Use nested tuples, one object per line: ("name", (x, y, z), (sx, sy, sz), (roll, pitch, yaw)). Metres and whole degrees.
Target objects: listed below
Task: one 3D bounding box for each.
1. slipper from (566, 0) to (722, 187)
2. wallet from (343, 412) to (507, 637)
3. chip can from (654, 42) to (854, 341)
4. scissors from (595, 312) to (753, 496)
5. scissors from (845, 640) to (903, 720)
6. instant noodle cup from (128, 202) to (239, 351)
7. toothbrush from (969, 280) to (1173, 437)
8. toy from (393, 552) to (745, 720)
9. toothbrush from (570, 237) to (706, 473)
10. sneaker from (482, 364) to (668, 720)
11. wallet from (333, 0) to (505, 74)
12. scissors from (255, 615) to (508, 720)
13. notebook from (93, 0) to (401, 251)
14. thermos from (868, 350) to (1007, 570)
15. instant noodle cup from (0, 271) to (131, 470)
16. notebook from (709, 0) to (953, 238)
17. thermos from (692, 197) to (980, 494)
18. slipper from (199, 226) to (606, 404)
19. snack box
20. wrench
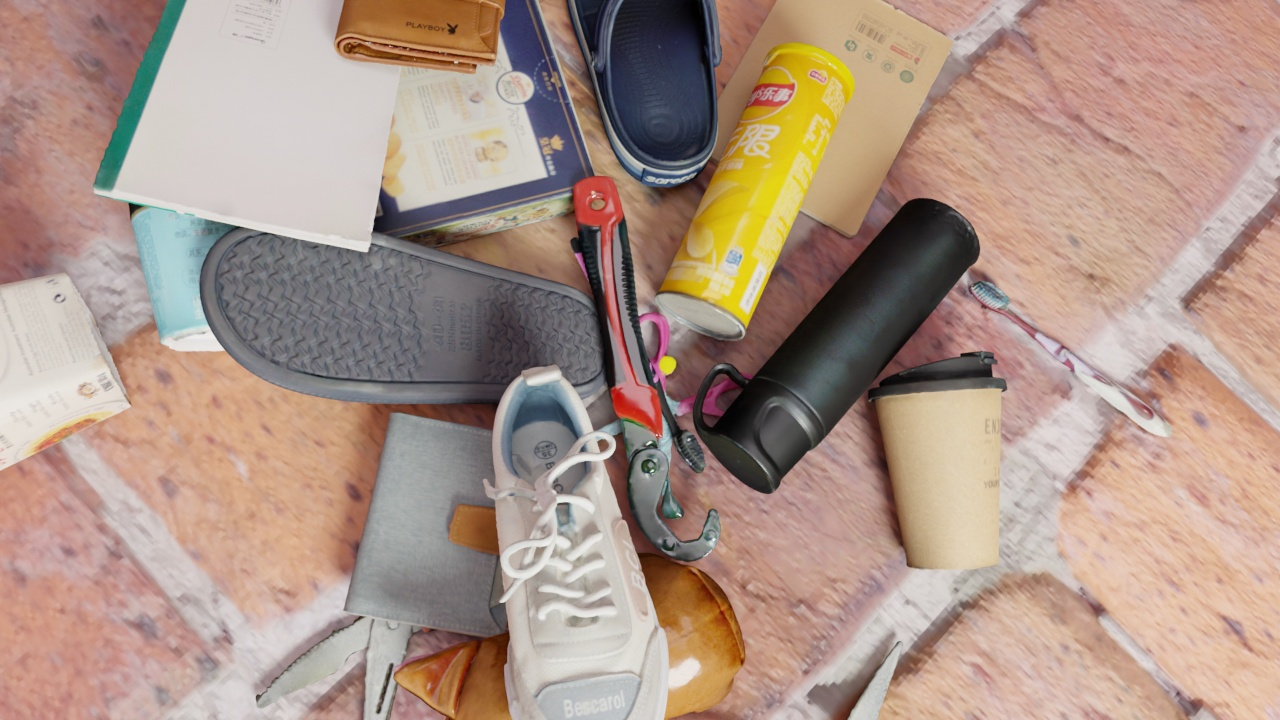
("slipper", (0.004, -0.255, 0.685), (0.105, 0.095, 0.252), (-3, 75, -12))
("wallet", (-0.123, 0.105, 0.589), (0.106, 0.037, 0.129), (11, 75, -4))
("chip can", (0.085, -0.123, 0.667), (0.072, 0.072, 0.213), (24, 78, -1))
("scissors", (0.025, 0.031, 0.656), (0.134, 0.017, 0.133), (2, 80, -9))
("scissors", (0.109, 0.288, 0.599), (0.221, 0.022, 0.231), (14, 75, -9))
("instant noodle cup", (-0.279, -0.070, 0.600), (0.111, 0.111, 0.120), (-8, 84, -10))
("toothbrush", (0.331, -0.002, 0.703), (0.187, 0.017, 0.016), (38, 75, 4))
("toy", (-0.037, 0.194, 0.555), (0.199, 0.131, 0.140), (-24, 77, -35))
("toothbrush", (-0.002, -0.005, 0.642), (0.014, 0.018, 0.189), (-27, 85, -21))
("sneaker", (-0.037, 0.105, 0.500), (0.089, 0.091, 0.241), (-6, 51, -12))
("wallet", (-0.148, -0.255, 0.639), (0.107, 0.031, 0.131), (6, 59, -9))
("scissors", (-0.151, 0.151, 0.600), (0.222, 0.015, 0.189), (-24, 80, -13))
("notebook", (-0.233, -0.168, 0.580), (0.150, 0.012, 0.208), (11, 57, -18))
("thermos", (0.210, 0.069, 0.635), (0.093, 0.093, 0.143), (-3, 83, -8))
("instant noodle cup", (-0.396, 0.010, 0.561), (0.124, 0.117, 0.116), (-24, 80, -26))
("notebook", (0.150, -0.216, 0.740), (0.148, 0.008, 0.207), (29, 74, 0))
("thermos", (0.136, -0.021, 0.652), (0.090, 0.068, 0.242), (40, 71, 15))
("slipper", (-0.149, -0.014, 0.608), (0.267, 0.084, 0.110), (9, 69, -29))
("snack box", (-0.143, -0.177, 0.671), (0.182, 0.046, 0.178), (-15, 77, -11))
("wrench", (-0.004, 0.004, 0.627), (0.056, 0.016, 0.273), (-15, 84, 1))
